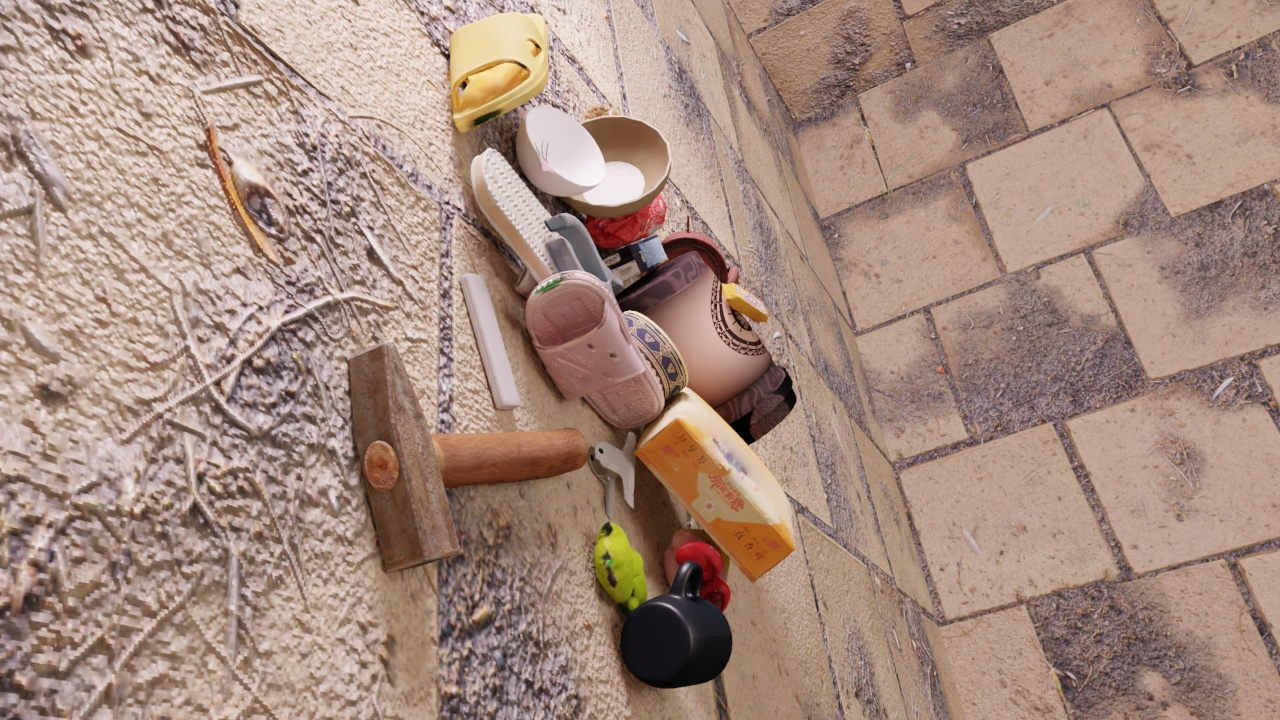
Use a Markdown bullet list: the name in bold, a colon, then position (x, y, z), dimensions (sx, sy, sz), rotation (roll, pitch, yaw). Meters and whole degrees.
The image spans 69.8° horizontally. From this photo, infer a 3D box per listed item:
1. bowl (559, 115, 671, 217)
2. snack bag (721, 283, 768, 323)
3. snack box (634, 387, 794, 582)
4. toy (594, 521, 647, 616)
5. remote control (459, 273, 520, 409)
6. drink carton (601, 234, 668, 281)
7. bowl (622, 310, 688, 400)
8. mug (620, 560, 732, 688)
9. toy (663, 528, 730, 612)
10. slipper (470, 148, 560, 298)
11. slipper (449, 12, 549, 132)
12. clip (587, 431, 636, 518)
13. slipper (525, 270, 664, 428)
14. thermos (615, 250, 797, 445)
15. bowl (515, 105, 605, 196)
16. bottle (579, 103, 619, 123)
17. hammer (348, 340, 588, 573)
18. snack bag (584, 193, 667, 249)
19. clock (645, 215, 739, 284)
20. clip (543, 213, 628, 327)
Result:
- **bowl**: position (-0.036, -0.232, 1.139), dimensions (0.050, 0.152, 0.152), rotation (81, 1, -58)
- **snack bag**: position (0.130, -0.070, 1.133), dimensions (0.099, 0.020, 0.026), rotation (26, 38, -49)
- **snack box**: position (0.092, 0.130, 1.038), dimensions (0.195, 0.081, 0.145), rotation (48, 13, -5)
- **toy**: position (-0.018, 0.205, 0.901), dimensions (0.093, 0.036, 0.094), rotation (22, 57, -70)
- **remote control**: position (-0.137, -0.018, 0.844), dimensions (0.033, 0.012, 0.131), rotation (7, 64, -67)
- **drink carton**: position (-0.013, -0.128, 1.189), dimensions (0.040, 0.064, 0.129), rotation (65, 21, -5)
- **bowl**: position (-0.006, 0.006, 1.056), dimensions (0.061, 0.112, 0.112), rotation (-39, 114, -22)
- **mug**: position (0.038, 0.256, 0.894), dimensions (0.094, 0.085, 0.121), rotation (28, 74, -60)
- **toy**: position (0.076, 0.234, 1.045), dimensions (0.131, 0.097, 0.124), rotation (-130, -163, -78)
- **slipper**: position (-0.107, -0.109, 0.956), dimensions (0.263, 0.052, 0.114), rotation (53, 24, -46)
- **slipper**: position (-0.152, -0.333, 0.988), dimensions (0.262, 0.099, 0.078), rotation (-90, 161, -53)
- **clip**: position (-0.033, 0.115, 0.976), dimensions (0.101, 0.056, 0.056), rotation (-89, -166, -47)
- **slipper**: position (-0.043, 0.008, 0.946), dimensions (0.239, 0.094, 0.064), rotation (57, 19, -45)
- **thermos**: position (0.074, -0.010, 1.168), dimensions (0.226, 0.173, 0.172), rotation (58, 22, -11)
- **bowl**: position (-0.101, -0.234, 1.067), dimensions (0.114, 0.051, 0.114), rotation (28, 44, -30)
- **bottle**: position (-0.026, -0.304, 1.337), dimensions (0.166, 0.060, 0.059), rotation (39, 36, -55)
- **hammer**: position (-0.122, 0.073, 0.762), dimensions (0.300, 0.037, 0.158), rotation (9, 62, -67)
- **snack bag**: position (-0.016, -0.196, 1.224), dimensions (0.082, 0.082, 0.176), rotation (66, 20, -7)
- **clock**: position (0.075, -0.119, 1.334), dimensions (0.158, 0.121, 0.072), rotation (54, 17, -16)
- **clip**: position (-0.056, -0.107, 0.972), dimensions (0.163, 0.028, 0.112), rotation (53, 26, -51)
